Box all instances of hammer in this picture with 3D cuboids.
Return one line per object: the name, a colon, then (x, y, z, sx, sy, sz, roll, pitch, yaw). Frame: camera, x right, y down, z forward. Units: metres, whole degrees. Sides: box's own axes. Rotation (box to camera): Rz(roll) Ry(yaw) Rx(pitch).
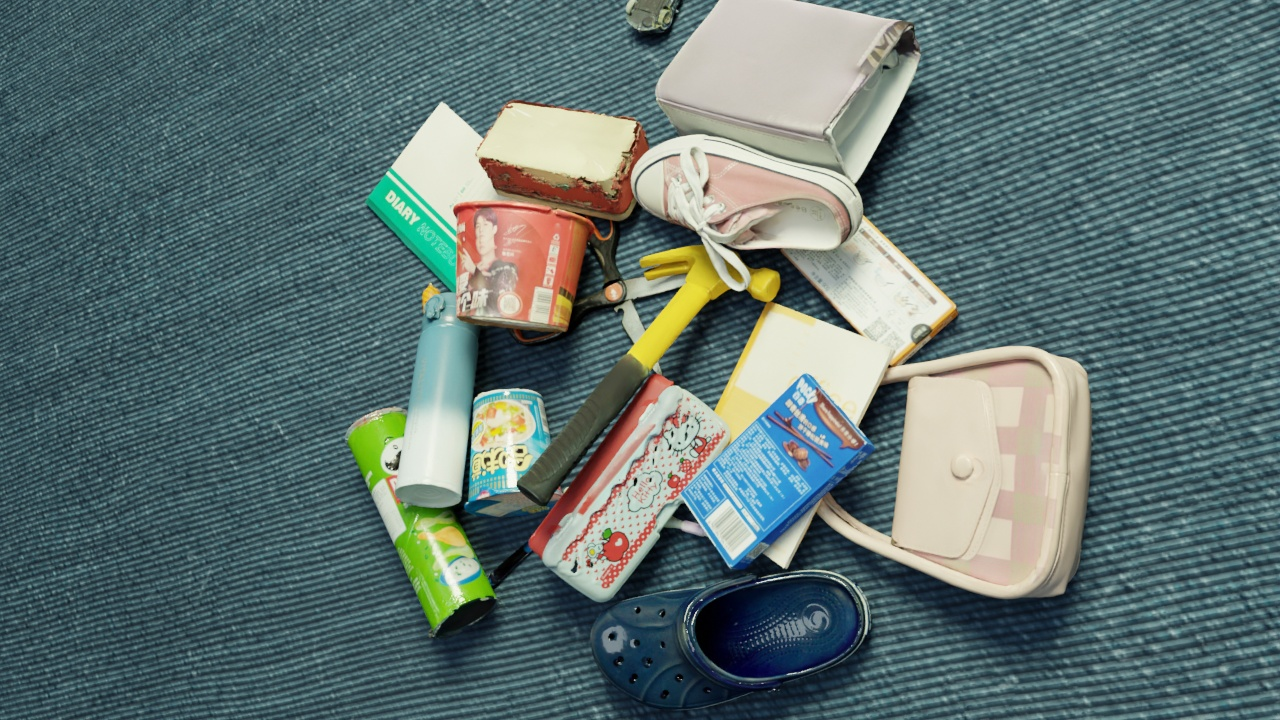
hammer: (-0.005, 0.005, 0.816, 0.129, 0.033, 0.300, 24, 63, 32)

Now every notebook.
notebook: (-0.205, -0.175, 1.026, 0.209, 0.012, 0.150, 44, 99, 23)
notebook: (0.123, 0.060, 0.818, 0.146, 0.010, 0.206, 28, 93, 45)

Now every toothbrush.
toothbrush: (-0.149, 0.220, 0.927, 0.190, 0.016, 0.014, -43, 68, 10)
toothbrush: (0.008, 0.149, 0.872, 0.190, 0.029, 0.020, 13, 44, 26)

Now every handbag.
handbag: (0.133, -0.253, 0.834, 0.197, 0.098, 0.145, 27, 83, 36)
handbag: (0.241, 0.084, 0.759, 0.235, 0.093, 0.193, 4, 82, 35)

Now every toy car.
toy car: (0.024, -0.386, 0.954, 0.049, 0.031, 0.105, 28, 91, 26)

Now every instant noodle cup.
instant noodle cup: (-0.126, 0.089, 0.903, 0.099, 0.099, 0.109, -15, 67, 20)
instant noodle cup: (-0.119, -0.087, 0.886, 0.138, 0.137, 0.108, 5, 87, 24)

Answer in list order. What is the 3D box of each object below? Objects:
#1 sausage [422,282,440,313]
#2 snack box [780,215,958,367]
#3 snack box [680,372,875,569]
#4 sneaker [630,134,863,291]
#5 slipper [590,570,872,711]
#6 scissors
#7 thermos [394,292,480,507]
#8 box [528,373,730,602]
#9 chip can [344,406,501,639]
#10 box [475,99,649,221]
sausage: (-0.220, -0.007, 0.995, 0.021, 0.021, 0.165, -15, 75, 20)
snack box: (0.203, -0.072, 0.824, 0.075, 0.026, 0.153, -44, 67, 11)
snack box: (0.113, 0.094, 0.778, 0.157, 0.026, 0.084, -46, 56, 15)
sneaker: (0.074, -0.138, 0.817, 0.241, 0.118, 0.087, 20, 46, 36)
slipper: (0.071, 0.243, 0.789, 0.253, 0.095, 0.105, -15, 72, 16)
scissors: (-0.043, -0.074, 0.932, 0.221, 0.021, 0.233, -27, 70, 17)
thermos: (-0.201, 0.035, 0.924, 0.070, 0.070, 0.220, -11, 59, 21)
box: (-0.006, 0.118, 0.839, 0.100, 0.095, 0.201, 36, 85, 6)
chip can: (-0.224, 0.161, 0.931, 0.072, 0.072, 0.236, -39, 65, 12)
box: (-0.080, -0.208, 0.929, 0.168, 0.077, 0.091, 16, 68, 25)
